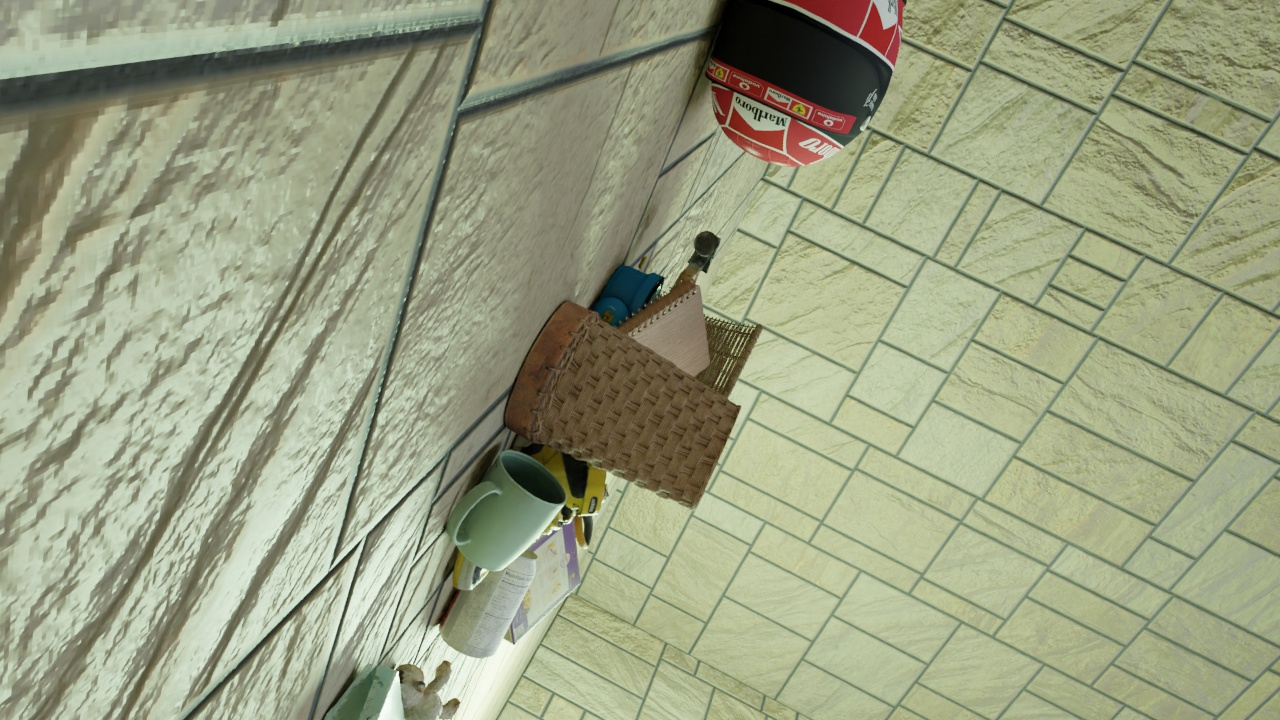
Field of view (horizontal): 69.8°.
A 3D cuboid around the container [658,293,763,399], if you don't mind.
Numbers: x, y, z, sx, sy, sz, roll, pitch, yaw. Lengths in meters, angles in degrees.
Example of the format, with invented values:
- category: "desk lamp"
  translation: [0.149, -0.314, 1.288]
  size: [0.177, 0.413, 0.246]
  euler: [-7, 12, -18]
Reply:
- category: "container"
  translation: [0.046, 0.007, 1.376]
  size: [0.226, 0.196, 0.227]
  euler: [-62, 175, -11]

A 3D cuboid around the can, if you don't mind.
- category: "can"
  translation: [-0.187, 0.290, 1.133]
  size: [0.136, 0.078, 0.078]
  euler: [-63, 175, -1]

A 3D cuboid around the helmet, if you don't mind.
- category: "helmet"
  translation: [0.179, -0.333, 1.029]
  size: [0.225, 0.198, 0.270]
  euler: [-65, 166, 17]

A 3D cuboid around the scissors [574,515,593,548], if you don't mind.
- category: "scissors"
  translation: [-0.084, 0.173, 1.352]
  size: [0.225, 0.016, 0.226]
  euler: [24, 67, -71]

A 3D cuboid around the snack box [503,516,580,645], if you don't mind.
- category: "snack box"
  translation: [-0.148, 0.294, 1.277]
  size: [0.147, 0.041, 0.144]
  euler: [-36, 135, -42]

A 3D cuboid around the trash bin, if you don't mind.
- category: "trash bin"
  translation: [-0.012, 0.049, 0.940]
  size: [0.151, 0.210, 0.151]
  euler: [-63, 175, -11]

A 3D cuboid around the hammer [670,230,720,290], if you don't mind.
- category: "hammer"
  translation: [0.011, -0.019, 1.194]
  size: [0.331, 0.033, 0.132]
  euler: [-60, 179, 8]

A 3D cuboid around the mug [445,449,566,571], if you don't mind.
- category: "mug"
  translation: [-0.146, 0.155, 0.927]
  size: [0.104, 0.084, 0.111]
  euler: [-53, 149, 13]

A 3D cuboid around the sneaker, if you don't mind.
- category: "sneaker"
  translation: [-0.111, 0.167, 1.035]
  size: [0.238, 0.122, 0.086]
  euler: [-64, 173, -6]

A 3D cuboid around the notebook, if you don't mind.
- category: "notebook"
  translation: [-0.007, 0.007, 1.123]
  size: [0.210, 0.022, 0.169]
  euler: [-35, 145, -17]

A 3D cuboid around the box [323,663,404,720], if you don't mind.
- category: "box"
  translation: [-0.258, 0.350, 0.883]
  size: [0.084, 0.070, 0.199]
  euler: [-38, 161, -30]

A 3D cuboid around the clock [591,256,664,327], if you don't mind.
- category: "clock"
  translation: [-0.026, -0.053, 1.142]
  size: [0.161, 0.060, 0.117]
  euler: [-56, 172, -44]

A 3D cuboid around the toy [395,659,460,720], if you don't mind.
- category: "toy"
  translation: [-0.253, 0.366, 1.004]
  size: [0.085, 0.074, 0.106]
  euler: [-22, 148, 0]
